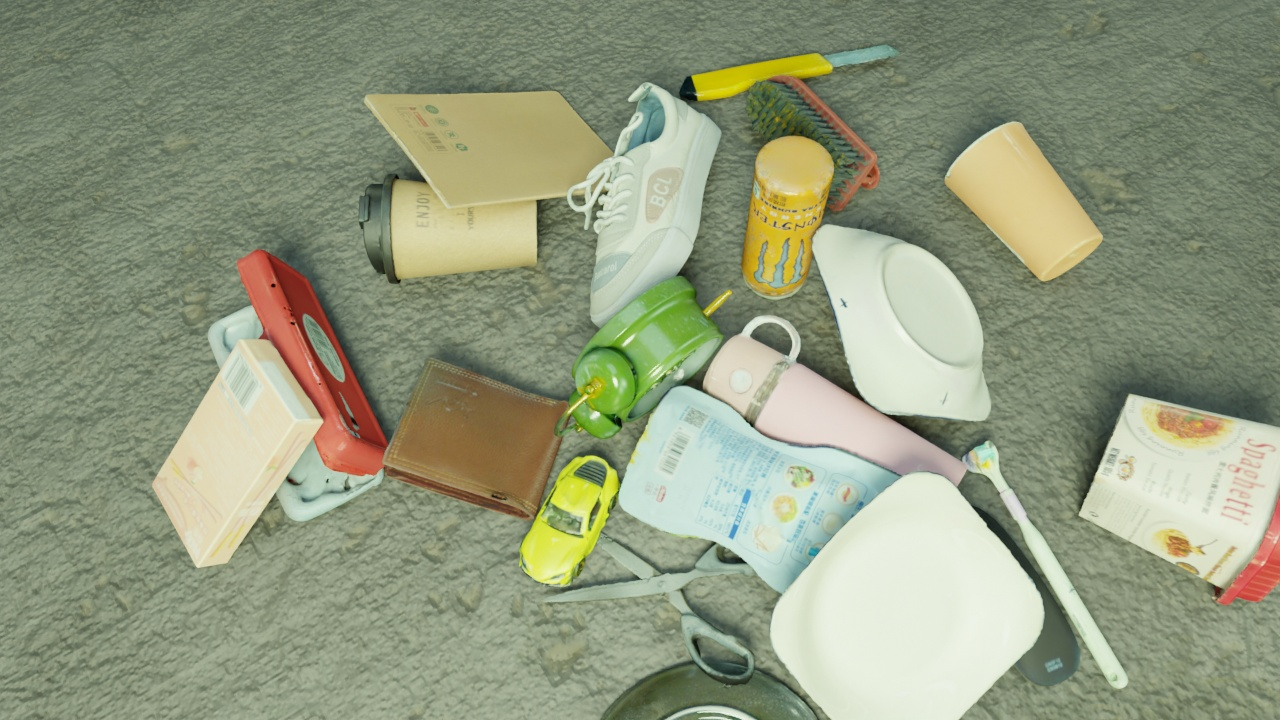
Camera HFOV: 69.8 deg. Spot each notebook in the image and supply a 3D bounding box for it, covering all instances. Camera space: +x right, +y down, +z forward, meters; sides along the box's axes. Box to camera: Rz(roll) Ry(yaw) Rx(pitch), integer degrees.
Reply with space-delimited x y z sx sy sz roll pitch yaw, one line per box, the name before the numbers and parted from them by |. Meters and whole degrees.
notebook | -0.115 -0.190 0.805 0.207 0.008 0.148 -16 57 -42

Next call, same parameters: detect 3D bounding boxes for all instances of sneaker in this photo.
sneaker | -0.004 -0.138 0.769 0.090 0.090 0.241 35 55 -25

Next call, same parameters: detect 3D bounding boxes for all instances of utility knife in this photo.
utility knife | 0.146 -0.282 0.899 0.223 0.015 0.033 -11 61 -1

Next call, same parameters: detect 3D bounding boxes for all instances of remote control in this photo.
remote control | 0.261 0.163 0.653 0.053 0.024 0.136 -24 64 -9

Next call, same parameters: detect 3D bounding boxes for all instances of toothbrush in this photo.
toothbrush | 0.293 0.145 0.665 0.020 0.029 0.189 3 54 -44

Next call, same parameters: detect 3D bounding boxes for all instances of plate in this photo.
plate | 0.174 0.169 0.612 0.164 0.034 0.163 -42 103 -6
plate | 0.046 0.285 0.595 0.179 0.024 0.179 -1 61 1
plate | 0.213 -0.034 0.705 0.164 0.034 0.163 6 60 -35

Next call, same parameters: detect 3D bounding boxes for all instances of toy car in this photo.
toy car | -0.052 0.116 0.677 0.048 0.032 0.105 19 57 15

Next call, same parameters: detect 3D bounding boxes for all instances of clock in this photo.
clock | -0.004 0.004 0.697 0.161 0.116 0.056 -37 77 -20

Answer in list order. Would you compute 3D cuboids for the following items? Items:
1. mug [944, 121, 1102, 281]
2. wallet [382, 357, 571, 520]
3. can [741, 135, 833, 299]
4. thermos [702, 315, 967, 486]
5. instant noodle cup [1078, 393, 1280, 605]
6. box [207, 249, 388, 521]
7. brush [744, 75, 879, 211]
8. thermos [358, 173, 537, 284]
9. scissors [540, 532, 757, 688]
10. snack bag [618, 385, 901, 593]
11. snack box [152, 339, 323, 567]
mug | 0.329 -0.132 0.784 0.078 0.078 0.122 -26 69 -12
wallet | -0.123 0.058 0.705 0.124 0.032 0.101 19 58 -7
can | 0.114 -0.110 0.734 0.058 0.146 0.058 -1 61 1
thermos | 0.146 0.044 0.691 0.198 0.067 0.087 34 98 18
instant noodle cup | 0.390 0.090 0.646 0.124 0.117 0.116 23 64 27
box | -0.279 0.023 0.719 0.100 0.095 0.201 -35 67 4
brush | 0.156 -0.206 0.838 0.069 0.063 0.145 -11 55 -39
thermos | -0.160 -0.111 0.781 0.143 0.093 0.093 -1 61 -7
scissors | 0.020 0.166 0.661 0.181 0.014 0.159 -17 52 -9
snack bag | 0.085 0.098 0.662 0.191 0.039 0.110 24 79 19
snack box | -0.297 0.068 0.669 0.084 0.026 0.157 49 113 22
